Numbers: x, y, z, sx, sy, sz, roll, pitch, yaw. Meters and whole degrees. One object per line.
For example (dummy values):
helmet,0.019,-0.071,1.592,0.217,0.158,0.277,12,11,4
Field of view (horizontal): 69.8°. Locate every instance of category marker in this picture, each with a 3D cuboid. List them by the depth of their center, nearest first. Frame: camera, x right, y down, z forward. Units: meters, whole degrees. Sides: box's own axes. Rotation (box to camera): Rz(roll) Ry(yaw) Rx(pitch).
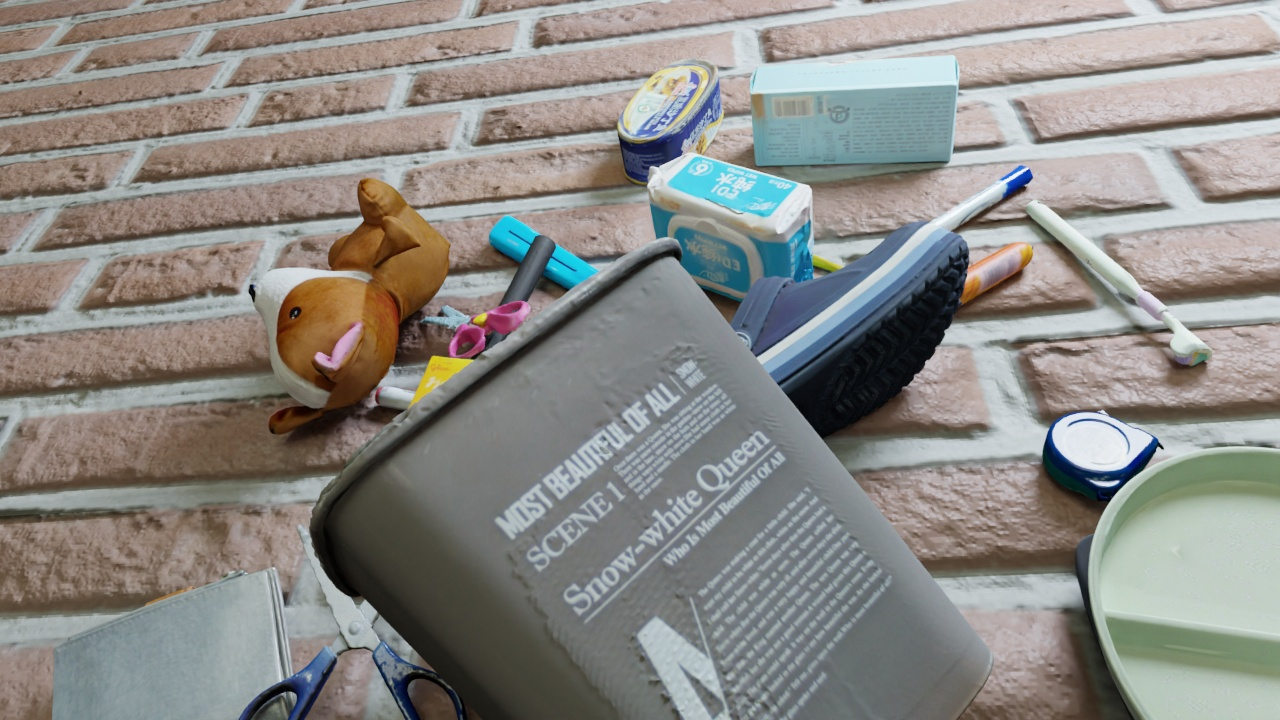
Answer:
marker,-0.129,0.037,0.661,0.145,0.017,0.017,10,49,22
marker,-0.100,-0.046,0.719,0.020,0.022,0.131,29,60,-9
marker,0.254,-0.116,0.725,0.145,0.017,0.017,-31,47,-18

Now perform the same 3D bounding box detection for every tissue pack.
tissue pack,0.068,-0.094,0.694,0.140,0.090,0.063,24,55,31

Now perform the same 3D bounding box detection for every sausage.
sausage,0.222,-0.047,0.660,0.165,0.021,0.021,-28,46,-15

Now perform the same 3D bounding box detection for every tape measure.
tape measure,0.269,0.056,0.545,0.058,0.025,0.054,-33,46,-24

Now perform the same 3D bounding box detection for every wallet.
wallet,-0.270,0.184,0.534,0.129,0.037,0.106,-19,56,-6

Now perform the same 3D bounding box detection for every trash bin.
trash bin,0.006,0.104,0.406,0.198,0.199,0.220,-38,77,-24

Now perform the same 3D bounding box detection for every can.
can,0.029,-0.227,0.863,0.075,0.049,0.147,13,50,24

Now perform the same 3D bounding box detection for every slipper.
slipper,0.095,-0.001,0.586,0.252,0.105,0.095,-36,58,-9

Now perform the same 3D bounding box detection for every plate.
plate,0.327,0.137,0.428,0.230,0.028,0.229,0,47,-1

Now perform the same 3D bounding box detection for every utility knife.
utility knife,-0.062,-0.077,0.758,0.186,0.018,0.034,32,59,34

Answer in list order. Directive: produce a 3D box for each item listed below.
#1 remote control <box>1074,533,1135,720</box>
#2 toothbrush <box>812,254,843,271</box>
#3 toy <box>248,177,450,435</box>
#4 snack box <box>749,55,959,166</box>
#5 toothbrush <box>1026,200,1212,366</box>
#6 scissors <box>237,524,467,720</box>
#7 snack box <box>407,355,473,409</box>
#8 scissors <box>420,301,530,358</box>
remote control,0.257,0.147,0.457,0.053,0.024,0.136,-4,47,2
toothbrush,0.113,-0.094,0.735,0.190,0.017,0.015,27,56,33
toy,-0.223,-0.043,0.693,0.130,0.140,0.199,23,52,-17
snack box,0.184,-0.215,0.798,0.175,0.074,0.051,2,47,15
toothbrush,0.331,-0.062,0.653,0.029,0.020,0.189,6,37,-25
scissors,-0.162,0.165,0.515,0.176,0.012,0.162,40,64,21
snack box,-0.120,0.064,0.608,0.087,0.034,0.140,6,55,18
scissors,-0.142,-0.023,0.699,0.138,0.017,0.076,5,42,48
